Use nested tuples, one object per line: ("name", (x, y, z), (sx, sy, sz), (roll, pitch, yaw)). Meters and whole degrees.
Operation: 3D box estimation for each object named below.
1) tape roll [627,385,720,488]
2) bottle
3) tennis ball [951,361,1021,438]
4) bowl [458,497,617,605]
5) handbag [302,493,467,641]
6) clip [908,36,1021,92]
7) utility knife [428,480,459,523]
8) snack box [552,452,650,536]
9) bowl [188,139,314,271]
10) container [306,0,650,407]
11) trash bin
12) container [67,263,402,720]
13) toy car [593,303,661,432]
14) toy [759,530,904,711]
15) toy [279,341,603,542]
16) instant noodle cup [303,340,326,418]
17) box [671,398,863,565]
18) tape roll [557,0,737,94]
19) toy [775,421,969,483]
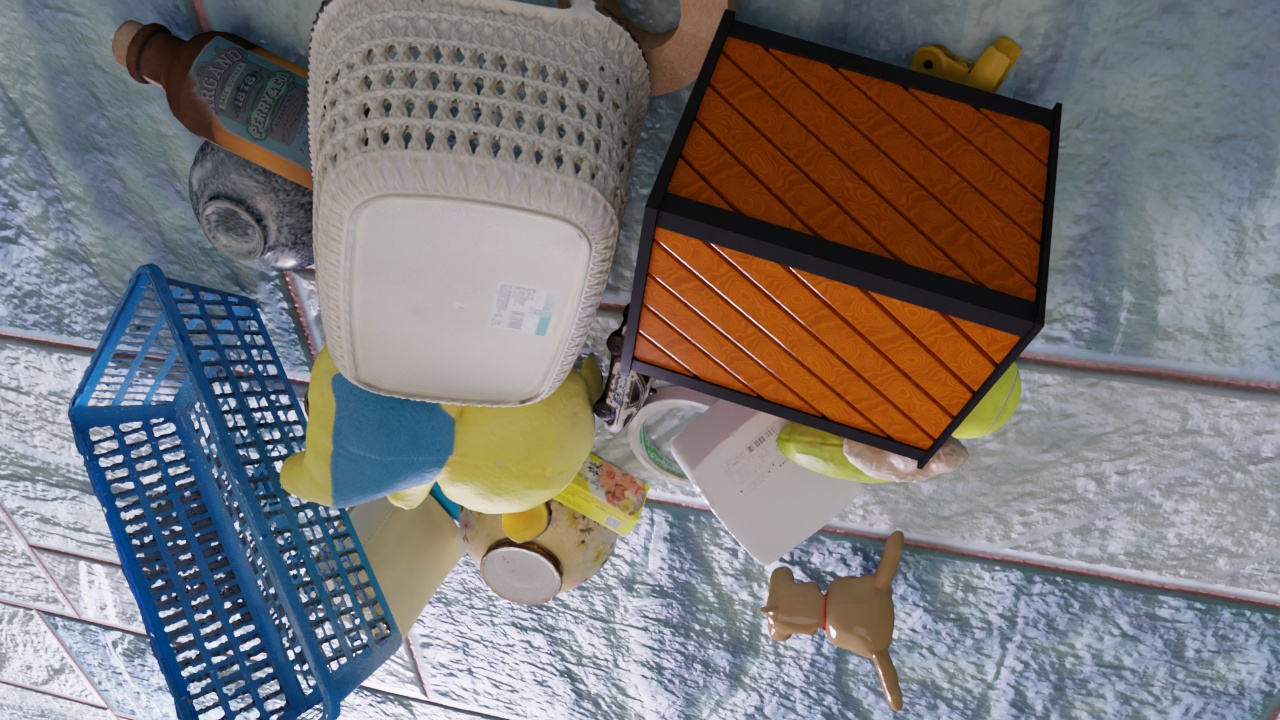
("tape roll", (0.038, 0.060, 0.701), (0.094, 0.018, 0.094), (9, 131, 11))
("bottle", (-0.253, -0.167, 0.579), (0.157, 0.067, 0.068), (25, 132, -3))
("tennis ball", (0.204, 0.016, 0.576), (0.065, 0.065, 0.065), (10, 131, 11))
("bowl", (-0.096, 0.165, 0.795), (0.145, 0.063, 0.145), (5, 127, 7))
("handbag", (-0.225, 0.182, 0.818), (0.081, 0.119, 0.111), (-4, 131, 36))
("clip", (0.167, -0.146, 0.481), (0.046, 0.047, 0.054), (6, 137, -19))
("utility knife", (-0.177, 0.122, 0.828), (0.031, 0.015, 0.175), (-31, 115, 32))
("snack box", (-0.065, 0.089, 0.746), (0.148, 0.040, 0.029), (30, 131, -6))
("bowl", (-0.271, -0.104, 0.643), (0.114, 0.060, 0.115), (10, 132, 12))
("container", (-0.095, -0.080, 0.515), (0.184, 0.143, 0.252), (5, 147, -14))
("trash bin", (0.097, -0.059, 0.477), (0.172, 0.139, 0.140), (17, 148, 4))
("container", (-0.330, 0.132, 0.739), (0.258, 0.089, 0.362), (-38, 74, 39))
("toy car", (-0.004, 0.004, 0.648), (0.040, 0.048, 0.113), (18, 132, 6))
("toy", (0.155, 0.201, 0.733), (0.108, 0.134, 0.105), (0, 171, 18))
("toy", (-0.129, 0.056, 0.643), (0.213, 0.084, 0.149), (10, 117, -25))
("instant noodle cup", (-0.193, -0.006, 0.680), (0.100, 0.100, 0.113), (21, 125, 1))
("box", (0.083, 0.066, 0.660), (0.102, 0.095, 0.107), (-40, 117, -2))
("tape roll", (0.004, -0.194, 0.495), (0.094, 0.027, 0.094), (10, 131, 11))
("toy", (0.144, 0.053, 0.561), (0.092, 0.043, 0.118), (13, 170, -23))
